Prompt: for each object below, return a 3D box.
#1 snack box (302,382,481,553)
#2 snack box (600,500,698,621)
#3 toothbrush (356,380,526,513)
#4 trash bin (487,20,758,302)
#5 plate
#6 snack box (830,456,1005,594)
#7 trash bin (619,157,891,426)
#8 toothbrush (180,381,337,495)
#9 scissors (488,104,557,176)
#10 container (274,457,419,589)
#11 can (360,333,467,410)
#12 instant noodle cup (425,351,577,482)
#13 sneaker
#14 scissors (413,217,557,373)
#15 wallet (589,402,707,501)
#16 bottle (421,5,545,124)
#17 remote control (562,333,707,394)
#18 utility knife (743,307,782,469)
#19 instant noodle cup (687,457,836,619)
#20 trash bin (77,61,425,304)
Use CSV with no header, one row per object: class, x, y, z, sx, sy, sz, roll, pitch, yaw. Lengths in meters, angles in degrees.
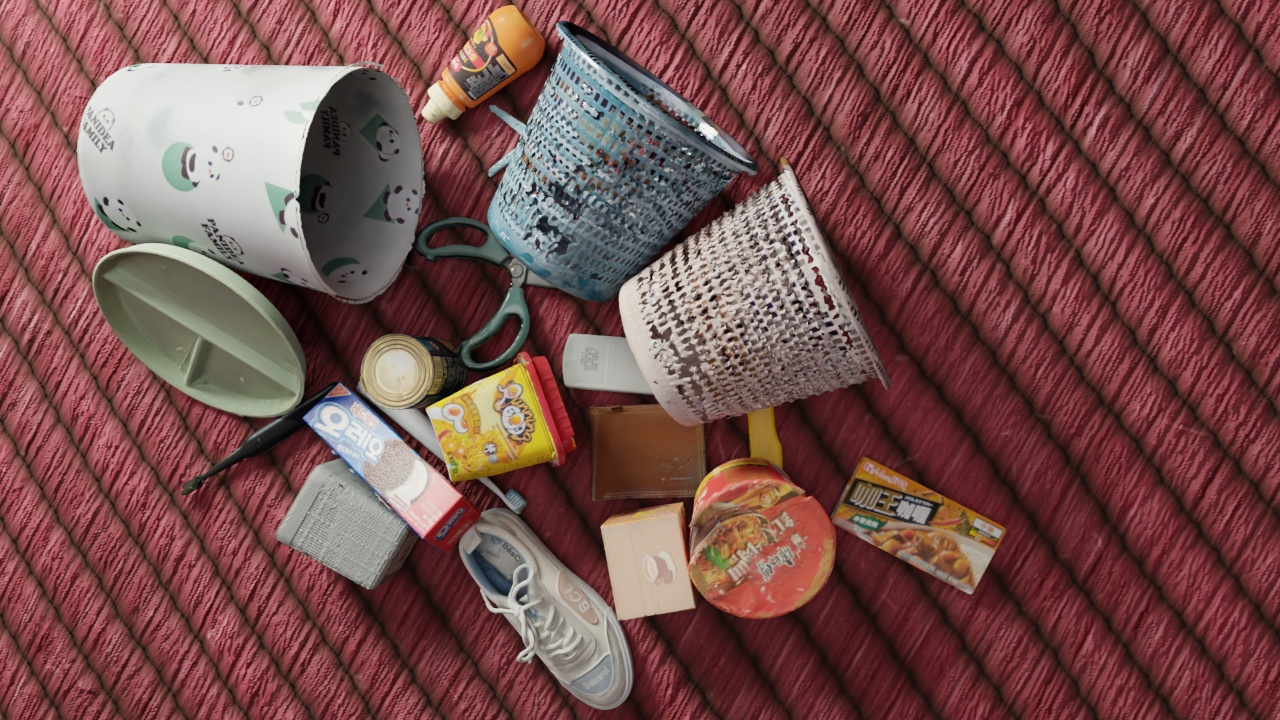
snack box,-0.254,0.106,0.927,0.207,0.057,0.058,36,77,26
snack box,0.012,0.196,0.911,0.077,0.094,0.092,-10,88,6
toothbrush,-0.210,0.089,0.973,0.221,0.027,0.026,38,89,6
trash bin,-0.035,-0.173,0.874,0.226,0.226,0.195,40,110,6
plate,-0.442,-0.028,0.932,0.230,0.231,0.027,16,48,7
snack box,0.275,0.163,0.914,0.154,0.026,0.075,27,92,7
trash bin,0.096,-0.042,0.841,0.192,0.227,0.227,-25,86,14
toothbrush,-0.413,0.089,0.998,0.213,0.027,0.026,-32,116,5
scissors,-0.106,-0.232,0.972,0.133,0.017,0.136,-36,87,10
container,-0.294,0.170,0.953,0.114,0.090,0.090,30,93,4
can,-0.229,0.011,0.934,0.075,0.111,0.075,0,89,7
instant noodle cup,-0.140,0.064,0.909,0.123,0.116,0.116,-19,87,-13
sneaker,-0.095,0.254,0.926,0.089,0.090,0.242,-41,86,6
scissors,-0.172,-0.076,0.964,0.170,0.019,0.174,24,80,8
wallet,0.008,0.094,0.946,0.124,0.032,0.101,-3,91,8
bottle,-0.170,-0.302,0.960,0.150,0.066,0.067,-38,85,12
remote control,-0.006,0.006,0.952,0.150,0.021,0.058,5,88,7
utility knife,0.123,0.024,0.939,0.033,0.015,0.230,-4,90,1
instant noodle cup,0.110,0.161,0.881,0.138,0.108,0.138,0,103,0
trash bin,-0.380,-0.186,0.908,0.252,0.229,0.229,9,90,13
